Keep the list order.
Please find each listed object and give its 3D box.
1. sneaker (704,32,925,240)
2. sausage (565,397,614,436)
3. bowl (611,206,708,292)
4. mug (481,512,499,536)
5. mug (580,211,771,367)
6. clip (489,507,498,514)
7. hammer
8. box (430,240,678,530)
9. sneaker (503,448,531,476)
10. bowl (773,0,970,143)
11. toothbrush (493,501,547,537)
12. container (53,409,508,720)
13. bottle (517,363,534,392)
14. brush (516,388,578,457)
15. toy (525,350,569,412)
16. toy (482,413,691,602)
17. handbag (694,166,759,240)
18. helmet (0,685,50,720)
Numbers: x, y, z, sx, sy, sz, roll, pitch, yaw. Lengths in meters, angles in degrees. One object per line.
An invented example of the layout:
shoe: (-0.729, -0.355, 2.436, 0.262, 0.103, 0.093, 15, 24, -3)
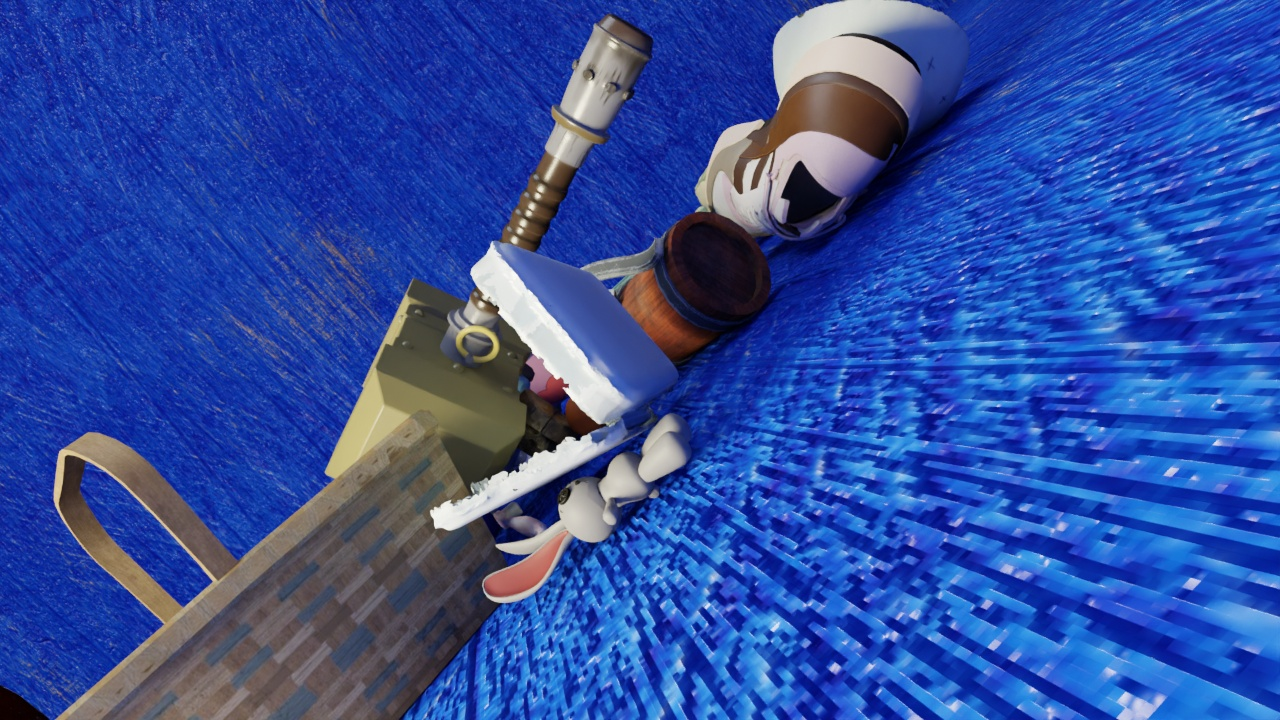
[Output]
sneaker: (0.114, -0.130, 0.721, 0.116, 0.111, 0.294, -64, 11, -14)
sausage: (-0.004, 0.004, 0.709, 0.163, 0.039, 0.045, -46, 4, -40)
bowl: (0.026, -0.065, 0.842, 0.151, 0.077, 0.151, -41, 5, 4)
mug: (-0.171, 0.126, 0.690, 0.111, 0.083, 0.079, -38, 7, 39)
mug: (0.012, -0.046, 0.640, 0.111, 0.117, 0.081, -41, 40, 51)
clip: (-0.197, 0.178, 0.783, 0.164, 0.031, 0.169, -49, 7, -39)
hammer: (-0.084, -0.071, 0.609, 0.325, 0.100, 0.190, -59, 17, 21)
box: (-0.048, 0.004, 0.468, 0.130, 0.105, 0.210, -32, -5, 2)
sneaker: (-0.194, 0.127, 0.932, 0.160, 0.093, 0.257, -13, -24, -19)
bowl: (0.180, -0.216, 0.733, 0.154, 0.153, 0.072, 155, 124, -72)
toothbrush: (-0.074, 0.100, 0.574, 0.018, 0.015, 0.181, -37, 3, -16)
container: (-0.206, 0.119, 0.438, 0.249, 0.186, 0.158, -46, 7, -39)
bottle: (-0.132, 0.049, 0.809, 0.130, 0.040, 0.040, -64, 11, -13)
brush: (-0.082, 0.056, 0.747, 0.043, 0.059, 0.195, -53, 2, -6)
toy: (-0.126, 0.007, 1.002, 0.222, 0.120, 0.171, -39, -27, 4)
toy: (-0.022, 0.064, 0.400, 0.112, 0.030, 0.049, -41, 15, 18)
handbag: (0.114, -0.181, 1.054, 0.117, 0.113, 0.186, -56, 4, -5)
helmet: (-0.413, 0.261, 0.443, 0.234, 0.253, 0.232, -36, 22, 30)
